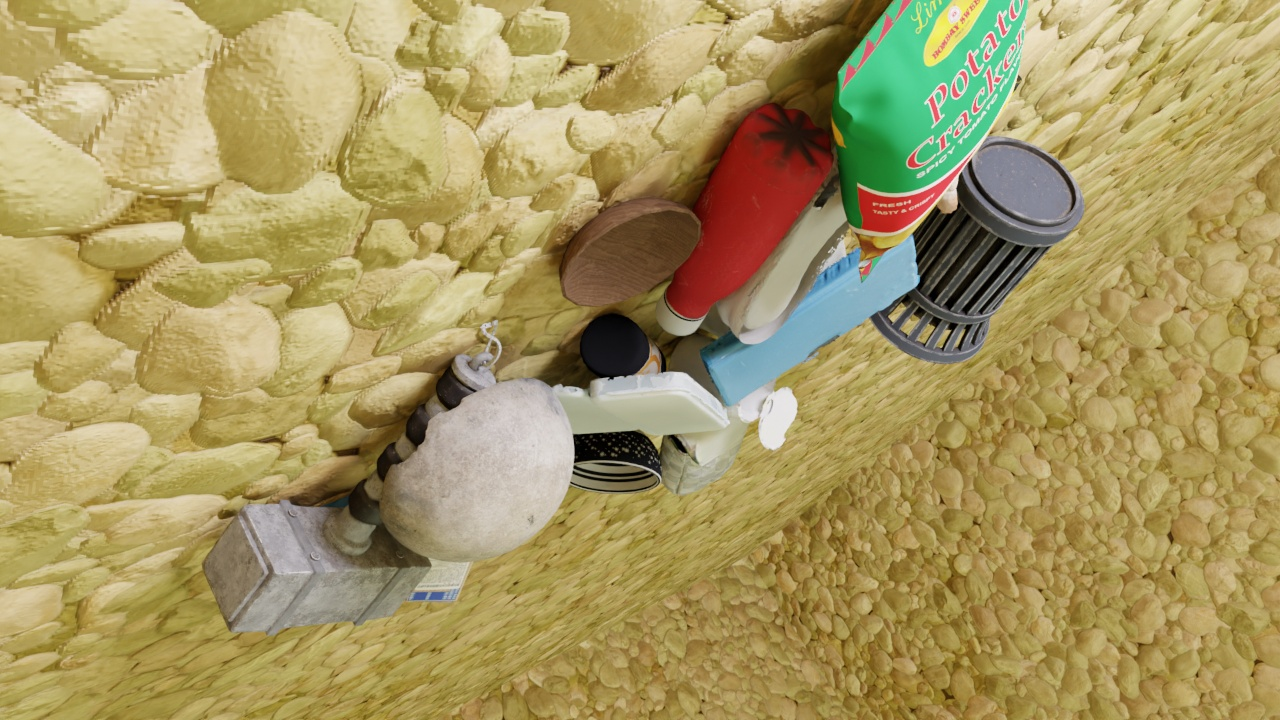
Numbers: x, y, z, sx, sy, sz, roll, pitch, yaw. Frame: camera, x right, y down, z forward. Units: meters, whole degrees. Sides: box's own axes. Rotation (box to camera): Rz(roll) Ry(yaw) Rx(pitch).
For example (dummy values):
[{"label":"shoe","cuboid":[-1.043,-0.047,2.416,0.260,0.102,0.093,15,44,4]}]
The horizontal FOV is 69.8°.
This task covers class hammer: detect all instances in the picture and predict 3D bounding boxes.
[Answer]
[{"label":"hammer","cuboid":[-0.205,0.095,0.770,0.327,0.079,0.176,-49,149,16]}]

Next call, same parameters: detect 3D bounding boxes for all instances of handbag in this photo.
[{"label":"handbag","cuboid":[0.059,0.088,1.122,0.112,0.123,0.172,-36,159,-20]}]

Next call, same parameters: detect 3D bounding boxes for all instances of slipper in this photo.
[{"label":"slipper","cuboid":[0.147,-0.126,0.796,0.247,0.074,0.112,-54,160,25]}]

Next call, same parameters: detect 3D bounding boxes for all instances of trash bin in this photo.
[{"label":"trash bin","cuboid":[0.377,-0.127,1.046,0.164,0.164,0.228,-23,155,-27]}]

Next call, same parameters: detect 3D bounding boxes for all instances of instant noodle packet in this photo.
[{"label":"instant noodle packet","cuboid":[0.206,-0.190,0.655,0.195,0.090,0.253,-52,153,-10]}]

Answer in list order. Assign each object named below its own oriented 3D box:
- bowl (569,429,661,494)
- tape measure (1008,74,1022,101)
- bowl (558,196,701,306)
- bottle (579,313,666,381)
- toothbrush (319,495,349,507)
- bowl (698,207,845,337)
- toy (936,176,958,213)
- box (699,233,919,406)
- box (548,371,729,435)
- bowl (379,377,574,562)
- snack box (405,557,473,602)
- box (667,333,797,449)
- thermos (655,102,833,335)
[{"label":"bowl","cuboid":[-0.034,0.108,1.079,0.120,0.066,0.120,3,155,1]},{"label":"tape measure","cuboid":[0.311,-0.237,0.844,0.065,0.037,0.064,-20,157,-35]},{"label":"bowl","cuboid":[-0.013,-0.087,0.696,0.117,0.030,0.118,-23,157,-10]},{"label":"bottle","cuboid":[-0.005,0.005,0.901,0.059,0.059,0.181,-35,161,5]},{"label":"toothbrush","cuboid":[-0.298,0.141,0.835,0.166,0.016,0.014,-20,154,-35]},{"label":"bowl","cuboid":[0.145,-0.072,0.953,0.188,0.060,0.220,-22,158,-30]},{"label":"toy","cuboid":[0.251,-0.187,0.816,0.074,0.085,0.106,-53,153,-7]},{"label":"box","cuboid":[0.162,-0.049,0.897,0.231,0.052,0.093,-33,145,1]},{"label":"box","cuboid":[-0.021,0.047,0.888,0.189,0.037,0.208,-8,165,14]},{"label":"bowl","cuboid":[-0.116,0.107,0.754,0.178,0.081,0.179,-35,151,-23]},{"label":"snack box","cuboid":[-0.177,0.144,0.879,0.056,0.057,0.207,8,124,-29]},{"label":"box","cuboid":[0.103,0.035,1.020,0.080,0.106,0.150,-58,142,-15]},{"label":"thermos","cuboid":[0.069,-0.098,0.744,0.073,0.073,0.241,-21,158,-32]}]
